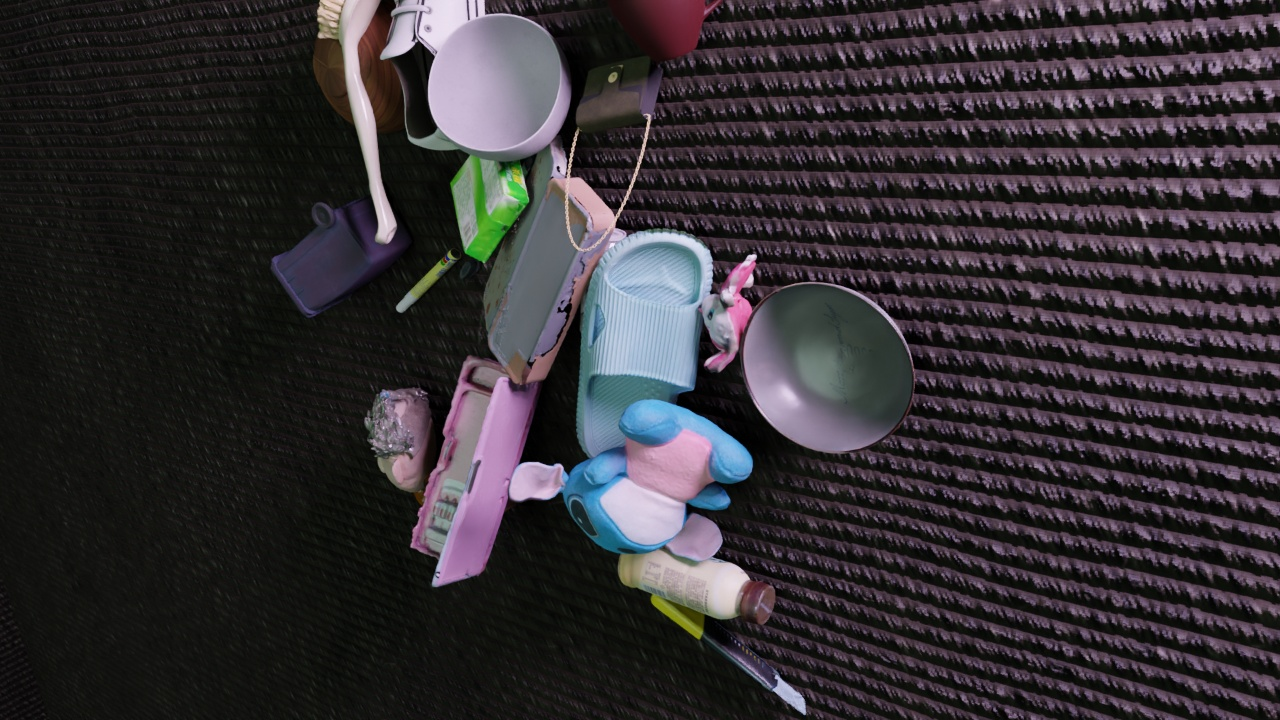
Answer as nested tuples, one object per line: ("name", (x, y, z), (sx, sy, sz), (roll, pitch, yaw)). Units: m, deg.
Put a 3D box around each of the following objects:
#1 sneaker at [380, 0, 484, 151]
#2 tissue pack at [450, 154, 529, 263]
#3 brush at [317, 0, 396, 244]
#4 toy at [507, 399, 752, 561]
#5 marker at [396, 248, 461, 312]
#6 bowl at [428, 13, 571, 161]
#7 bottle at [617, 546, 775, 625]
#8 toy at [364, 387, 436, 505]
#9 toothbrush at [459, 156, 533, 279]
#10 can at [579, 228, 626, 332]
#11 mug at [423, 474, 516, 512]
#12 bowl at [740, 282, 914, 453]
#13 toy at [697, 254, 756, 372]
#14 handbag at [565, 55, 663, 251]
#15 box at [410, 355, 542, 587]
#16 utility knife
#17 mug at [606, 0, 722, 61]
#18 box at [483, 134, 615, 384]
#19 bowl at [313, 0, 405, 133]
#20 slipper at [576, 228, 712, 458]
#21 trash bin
("sneaker", (-0.215, -0.325, 0.895), (0.091, 0.097, 0.246), (11, 115, 33))
("tissue pack", (-0.153, -0.171, 0.925), (0.100, 0.034, 0.113), (-45, 48, 39))
("brush", (-0.277, -0.254, 0.926), (0.077, 0.062, 0.272), (-1, 101, 14))
("toy", (-0.004, 0.111, 0.866), (0.224, 0.098, 0.192), (22, 130, -18))
("marker", (-0.248, -0.091, 1.066), (0.133, 0.014, 0.014), (-34, 86, 40))
("bowl", (-0.127, -0.250, 0.863), (0.132, 0.064, 0.131), (-1, 86, 12))
("bottle", (0.057, 0.225, 0.935), (0.162, 0.056, 0.056), (11, 114, 33))
("toy", (-0.286, 0.110, 1.120), (0.076, 0.132, 0.176), (-10, 120, 7))
("toothbrush", (-0.153, -0.145, 0.964), (0.014, 0.017, 0.189), (49, 134, 10))
("can", (-0.036, -0.073, 0.895), (0.044, 0.043, 0.107), (19, 118, 30))
("mug", (-0.194, 0.151, 1.076), (0.111, 0.084, 0.081), (-33, 85, 38))
("bowl", (0.162, 0.000, 0.767), (0.151, 0.056, 0.151), (14, 115, 32))
("toy", (0.078, -0.045, 0.807), (0.050, 0.065, 0.102), (20, 120, 29))
("handbag", (-0.032, -0.178, 0.796), (0.084, 0.027, 0.177), (0, 71, 37))
("box", (-0.189, 0.115, 0.978), (0.099, 0.115, 0.232), (20, 95, 12))
("utility knife", (0.092, 0.300, 0.956), (0.198, 0.028, 0.020), (34, 129, 22))
("mug", (0.028, -0.298, 0.747), (0.114, 0.087, 0.088), (-16, 119, 9))
("box", (-0.103, -0.098, 0.907), (0.217, 0.063, 0.157), (-62, 35, 36))
("bowl", (-0.306, -0.316, 0.985), (0.147, 0.068, 0.147), (14, 116, 32))
("slipper", (-0.005, 0.005, 0.868), (0.116, 0.069, 0.277), (12, 122, 1))
("trash bin", (-0.356, -0.128, 1.082), (0.161, 0.093, 0.092), (-27, 100, 39))
